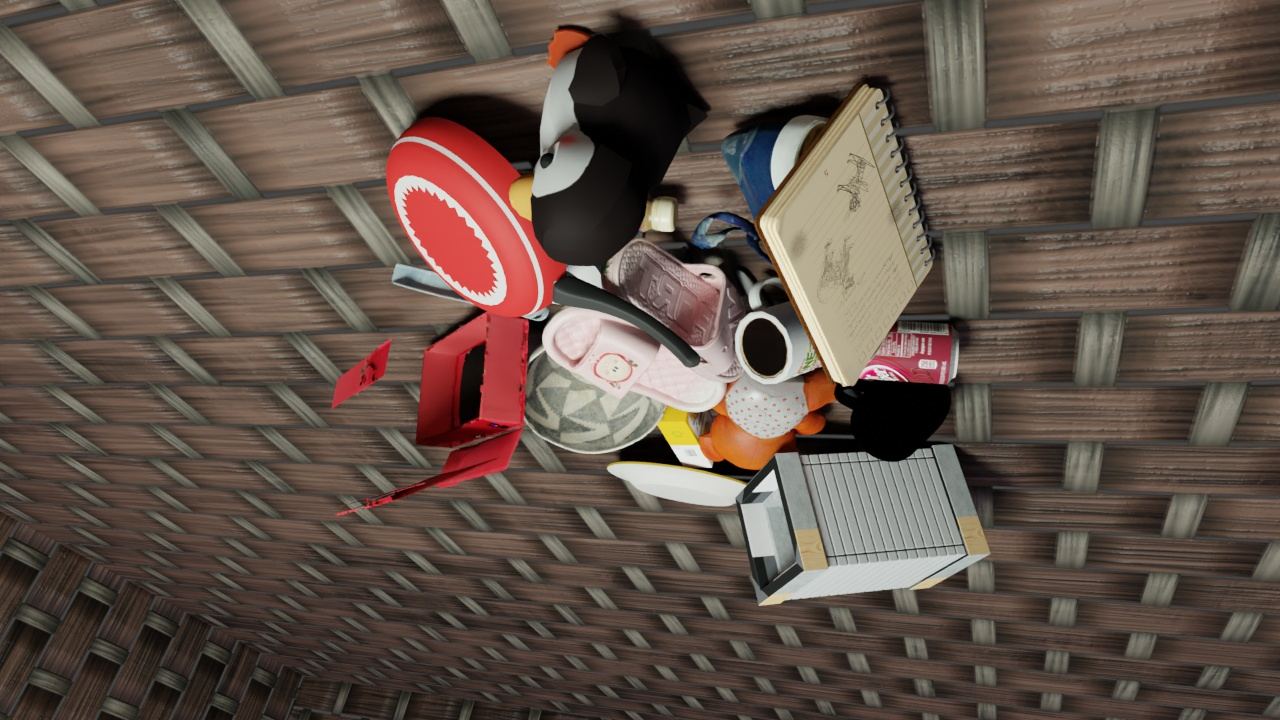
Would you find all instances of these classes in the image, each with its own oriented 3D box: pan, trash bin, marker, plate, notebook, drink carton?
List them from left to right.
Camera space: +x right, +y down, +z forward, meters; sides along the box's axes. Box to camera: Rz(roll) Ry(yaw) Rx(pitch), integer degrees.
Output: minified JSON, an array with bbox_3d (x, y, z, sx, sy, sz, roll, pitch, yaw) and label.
[{"bbox_3d":[-0.101,-0.087,0.853,0.356,0.067,0.209,38,152,14],"label":"pan"},{"bbox_3d":[0.064,0.182,1.313,0.230,0.021,0.230,10,164,3],"label":"plate"},{"bbox_3d":[0.063,0.088,1.195,0.040,0.058,0.122,-2,144,23],"label":"drink carton"},{"bbox_3d":[0.134,-0.054,0.998,0.022,0.016,0.138,16,155,44],"label":"marker"},{"bbox_3d":[0.270,0.204,1.145,0.246,0.142,0.143,-1,151,-17],"label":"trash bin"},{"bbox_3d":[0.185,-0.101,0.780,0.024,0.167,0.225,24,159,41],"label":"notebook"}]

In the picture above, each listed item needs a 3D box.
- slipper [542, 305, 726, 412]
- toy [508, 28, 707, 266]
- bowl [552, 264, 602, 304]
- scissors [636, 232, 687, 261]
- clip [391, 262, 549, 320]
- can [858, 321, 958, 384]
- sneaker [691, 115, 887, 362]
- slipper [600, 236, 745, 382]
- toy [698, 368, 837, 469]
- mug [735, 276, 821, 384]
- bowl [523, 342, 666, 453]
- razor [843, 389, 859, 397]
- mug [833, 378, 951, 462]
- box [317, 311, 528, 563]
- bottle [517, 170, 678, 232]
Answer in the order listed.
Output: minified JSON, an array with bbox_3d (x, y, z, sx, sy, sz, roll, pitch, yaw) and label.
[{"bbox_3d":[-0.006,0.006,1.007,0.221,0.055,0.107,24,134,-20],"label":"slipper"},{"bbox_3d":[-0.027,-0.156,0.745,0.140,0.183,0.159,11,147,2],"label":"toy"},{"bbox_3d":[-0.083,-0.098,0.961,0.120,0.066,0.120,10,147,6],"label":"bowl"},{"bbox_3d":[0.000,-0.079,0.978,0.123,0.019,0.149,-10,125,17],"label":"scissors"},{"bbox_3d":[-0.196,-0.076,0.985,0.174,0.030,0.158,14,-178,28],"label":"clip"},{"bbox_3d":[0.273,-0.010,0.967,0.114,0.063,0.063,4,146,15],"label":"can"},{"bbox_3d":[0.149,-0.104,0.857,0.127,0.120,0.294,16,154,43],"label":"sneaker"},{"bbox_3d":[0.056,-0.052,0.927,0.065,0.094,0.239,2,159,41],"label":"slipper"},{"bbox_3d":[0.146,0.064,1.113,0.164,0.092,0.173,11,135,-1],"label":"toy"},{"bbox_3d":[0.149,-0.036,0.944,0.089,0.105,0.074,-17,176,-39],"label":"mug"},{"bbox_3d":[-0.059,0.023,1.109,0.178,0.081,0.179,0,125,-1],"label":"bowl"},{"bbox_3d":[0.281,0.070,1.122,0.043,0.022,0.144,-16,137,36],"label":"razor"},{"bbox_3d":[0.278,0.050,1.038,0.121,0.085,0.095,21,146,0],"label":"mug"},{"bbox_3d":[-0.230,0.104,1.073,0.121,0.317,0.212,35,152,-22],"label":"box"},{"bbox_3d":[-0.047,-0.147,0.881,0.166,0.059,0.060,7,147,11],"label":"bottle"}]
